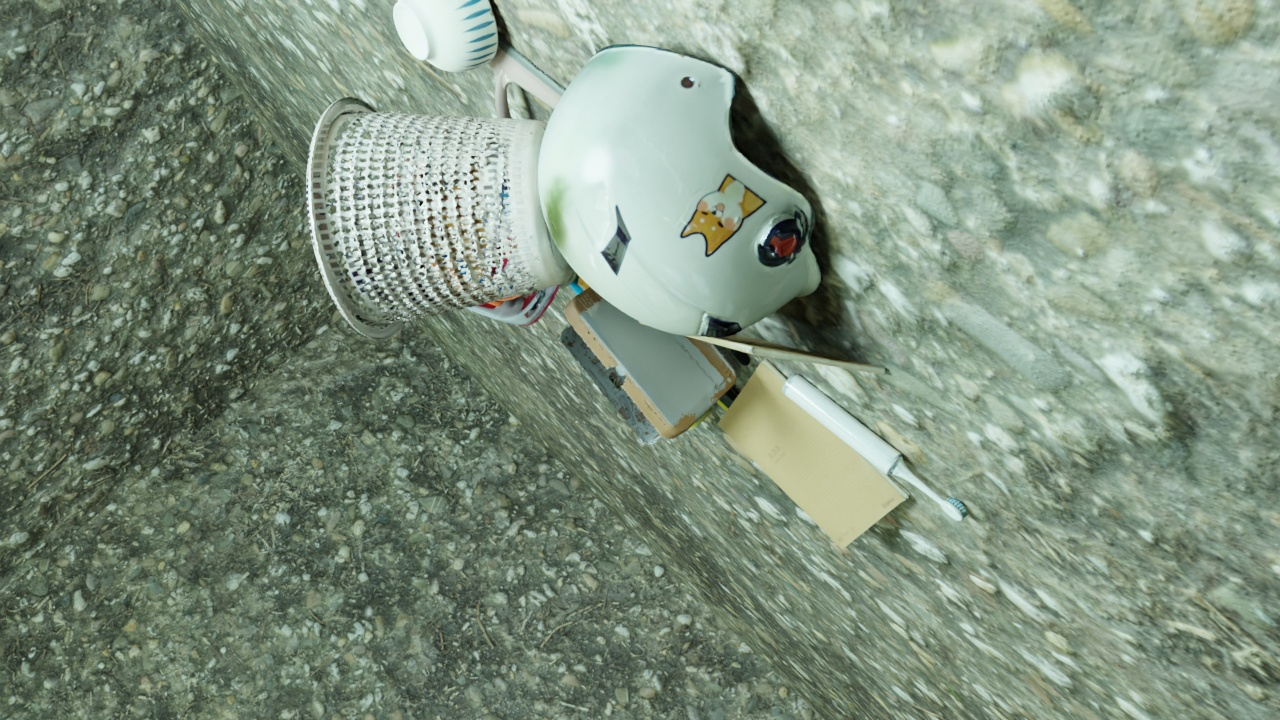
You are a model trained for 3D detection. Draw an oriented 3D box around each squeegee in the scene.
[{"bbox_3d":[-0.141,-0.265,1.056,0.247,0.040,0.250,41,165,20],"label":"squeegee"}]

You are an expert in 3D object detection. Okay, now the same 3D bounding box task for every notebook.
[{"bbox_3d":[0.189,0.111,1.047,0.211,0.012,0.150,45,145,13],"label":"notebook"},{"bbox_3d":[0.108,-0.015,0.868,0.147,0.008,0.208,8,-175,-27],"label":"notebook"}]

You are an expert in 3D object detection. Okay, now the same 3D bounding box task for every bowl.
[{"bbox_3d":[-0.206,-0.345,0.929,0.116,0.066,0.117,38,150,27],"label":"bowl"}]

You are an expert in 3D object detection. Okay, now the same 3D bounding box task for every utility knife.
[{"bbox_3d":[-0.068,-0.079,1.309,0.204,0.018,0.034,51,-172,24],"label":"utility knife"}]

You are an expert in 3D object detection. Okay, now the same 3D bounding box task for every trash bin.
[{"bbox_3d":[-0.168,-0.138,0.855,0.227,0.192,0.227,-2,-91,-80],"label":"trash bin"}]

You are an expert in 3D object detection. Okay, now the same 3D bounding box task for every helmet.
[{"bbox_3d":[-0.161,-0.174,1.038,0.207,0.143,0.241,21,131,9],"label":"helmet"},{"bbox_3d":[0.014,-0.115,0.763,0.230,0.156,0.274,26,155,56],"label":"helmet"}]

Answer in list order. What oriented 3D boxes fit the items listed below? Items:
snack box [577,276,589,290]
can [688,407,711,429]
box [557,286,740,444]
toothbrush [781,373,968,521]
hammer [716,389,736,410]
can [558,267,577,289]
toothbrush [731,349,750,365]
[{"bbox_3d":[-0.045,-0.105,1.218,0.077,0.027,0.156,45,166,5],"label":"snack box"},{"bbox_3d":[0.046,0.035,1.273,0.102,0.057,0.083,38,160,33],"label":"can"},{"bbox_3d":[-0.006,0.006,1.013,0.183,0.192,0.157,51,126,4],"label":"box"},{"bbox_3d":[0.233,0.087,0.925,0.221,0.026,0.027,40,143,27],"label":"toothbrush"},{"bbox_3d":[0.145,0.080,1.153,0.323,0.031,0.126,43,165,18],"label":"hammer"},{"bbox_3d":[-0.125,-0.136,1.262,0.066,0.066,0.094,54,175,-24],"label":"can"},{"bbox_3d":[0.060,-0.067,1.007,0.212,0.026,0.027,48,174,-28],"label":"toothbrush"}]
